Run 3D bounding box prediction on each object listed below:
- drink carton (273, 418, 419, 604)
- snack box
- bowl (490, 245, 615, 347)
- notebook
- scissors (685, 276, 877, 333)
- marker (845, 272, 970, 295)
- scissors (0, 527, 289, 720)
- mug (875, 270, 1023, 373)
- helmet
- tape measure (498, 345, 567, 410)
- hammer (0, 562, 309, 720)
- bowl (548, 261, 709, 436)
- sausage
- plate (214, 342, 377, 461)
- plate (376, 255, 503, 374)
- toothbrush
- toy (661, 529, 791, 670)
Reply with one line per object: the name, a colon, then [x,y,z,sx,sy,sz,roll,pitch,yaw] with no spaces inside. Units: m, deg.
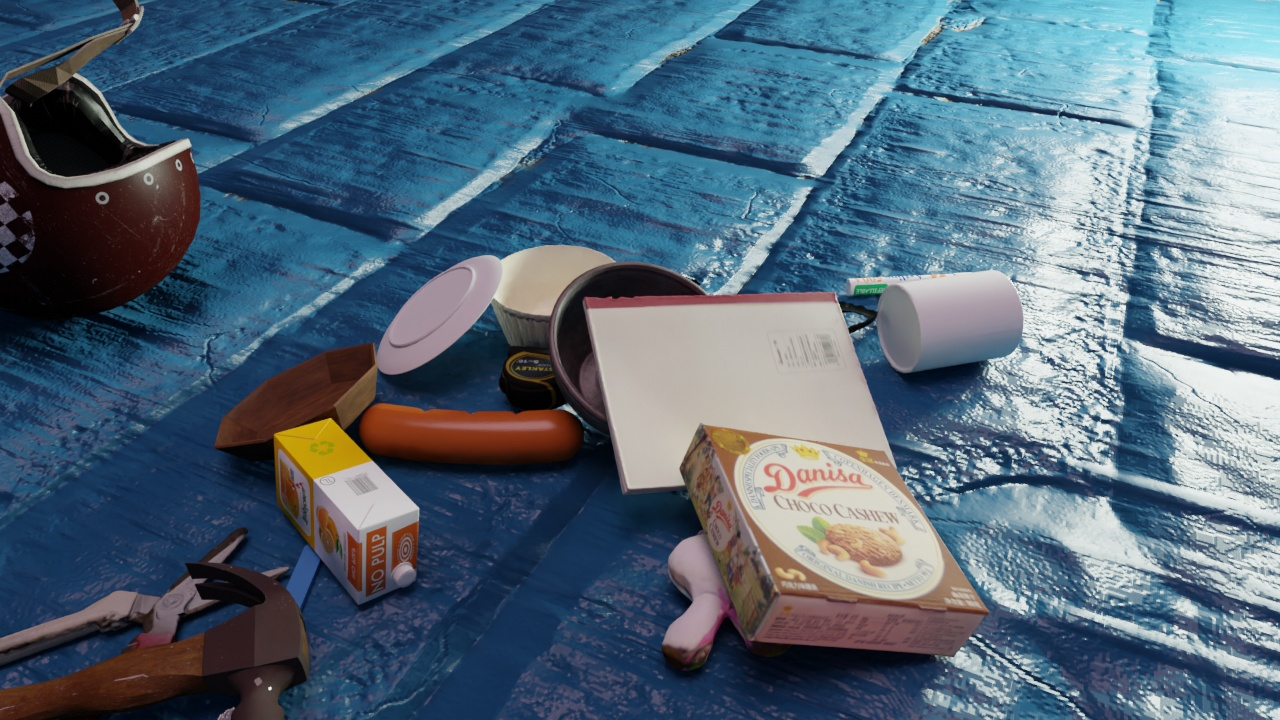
drink carton: [-0.188,0.095,0.588,0.040,0.059,0.122,-17,38,-40]
snack box: [0.111,0.105,0.556,0.143,0.041,0.147,11,31,-21]
bowl: [-0.071,-0.044,0.783,0.115,0.063,0.115,0,36,0]
notebook: [0.072,0.016,0.659,0.208,0.012,0.153,-2,62,-20]
scissors: [0.085,-0.040,0.799,0.201,0.015,0.205,-15,32,-15]
marker: [0.266,-0.072,0.861,0.145,0.017,0.017,-3,36,-4]
scissors: [-0.315,0.166,0.533,0.179,0.015,0.198,2,36,2]
mug: [0.249,-0.035,0.774,0.090,0.074,0.110,-9,11,-12]
helmet: [-0.508,-0.167,0.791,0.234,0.253,0.233,-30,23,1]
tape measure: [-0.080,0.015,0.726,0.062,0.034,0.061,3,33,6]
hammer: [-0.339,0.182,0.471,0.322,0.033,0.115,-11,39,-14]
bowl: [-0.004,0.004,0.688,0.145,0.067,0.144,8,60,-14]
sausage: [-0.123,0.054,0.667,0.164,0.039,0.044,2,36,2]
plate: [-0.247,0.034,0.677,0.131,0.025,0.131,-19,26,9]
plate: [-0.171,-0.043,0.764,0.135,0.011,0.134,-27,34,20]
toothbrush: [-0.215,0.164,0.537,0.016,0.014,0.166,1,35,1]
toy: [0.055,0.135,0.558,0.079,0.038,0.122,1,37,12]
